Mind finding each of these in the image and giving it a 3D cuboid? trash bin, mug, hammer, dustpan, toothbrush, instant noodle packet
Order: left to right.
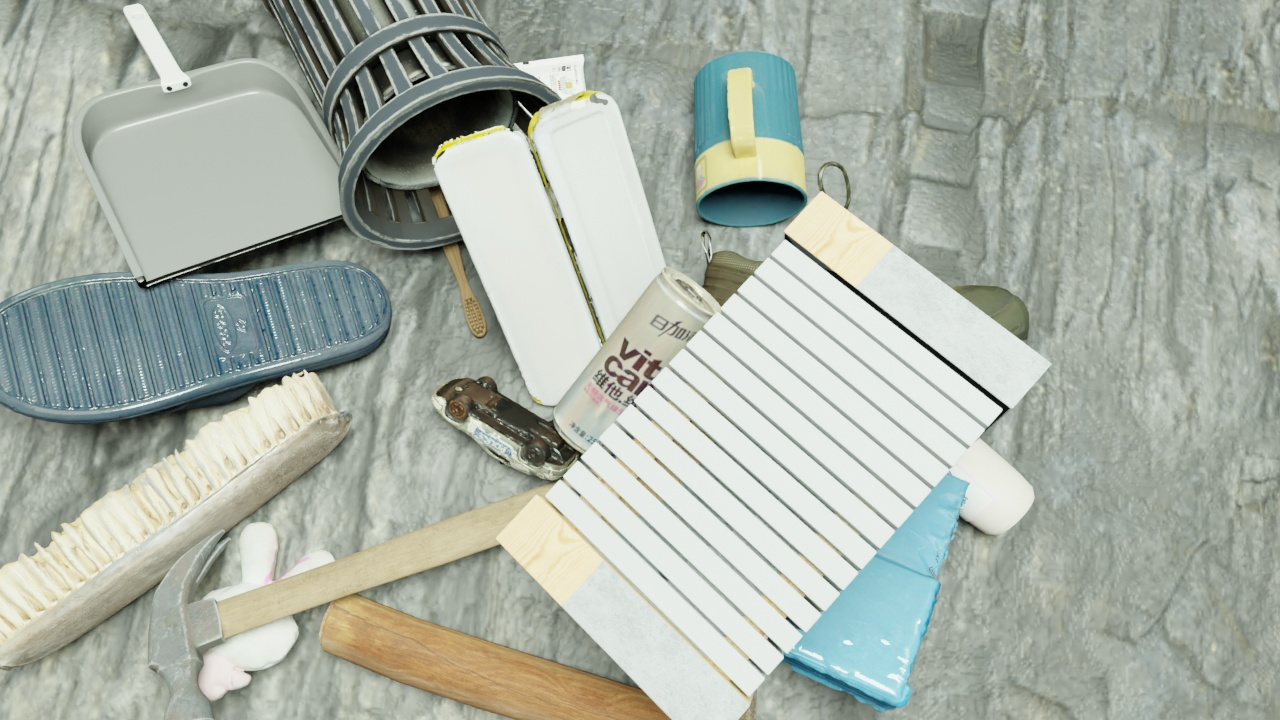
[{"bbox_3d":[-0.332,-0.179,0.681,0.162,0.033,0.257,-25,62,-24],"label":"dustpan"},{"bbox_3d":[-0.174,-0.220,0.649,0.164,0.164,0.227,-27,71,-8],"label":"trash bin"},{"bbox_3d":[-0.158,0.131,0.620,0.330,0.031,0.119,-18,60,-14],"label":"hammer"},{"bbox_3d":[-0.148,-0.095,0.703,0.016,0.016,0.166,-19,79,-7],"label":"toothbrush"},{"bbox_3d":[-0.072,0.212,0.616,0.301,0.037,0.157,15,76,7],"label":"hammer"},{"bbox_3d":[-0.078,-0.173,0.716,0.087,0.026,0.134,-9,78,-4],"label":"instant noodle packet"},{"bbox_3d":[0.079,-0.169,0.676,0.083,0.113,0.107,-2,76,11],"label":"mug"},{"bbox_3d":[0.073,0.064,0.515,0.142,0.142,0.246,42,84,17],"label":"trash bin"}]

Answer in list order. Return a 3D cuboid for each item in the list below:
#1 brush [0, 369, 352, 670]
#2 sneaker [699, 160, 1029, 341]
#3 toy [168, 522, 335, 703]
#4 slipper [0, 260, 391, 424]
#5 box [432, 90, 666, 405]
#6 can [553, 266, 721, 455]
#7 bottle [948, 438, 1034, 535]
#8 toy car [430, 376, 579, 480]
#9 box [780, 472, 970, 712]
[{"bbox_3d":[-0.319,0.105,0.619,0.271,0.083,0.056,-37,82,-8],"label":"brush"},{"bbox_3d":[0.150,-0.062,0.664,0.238,0.101,0.143,-2,84,4],"label":"sneaker"},{"bbox_3d":[-0.268,0.177,0.626,0.076,0.037,0.125,22,64,7],"label":"toy"},{"bbox_3d":[-0.311,-0.008,0.652,0.263,0.083,0.101,-11,74,-24],"label":"slipper"},{"bbox_3d":[-0.048,-0.070,0.631,0.129,0.034,0.210,-22,123,-4],"label":"box"},{"bbox_3d":[-0.004,0.004,0.634,0.054,0.054,0.136,41,109,7],"label":"can"},{"bbox_3d":[0.213,0.062,0.663,0.146,0.051,0.051,42,80,7],"label":"bottle"},{"bbox_3d":[-0.098,0.050,0.660,0.113,0.048,0.041,31,117,8],"label":"toy car"},{"bbox_3d":[0.089,0.107,0.621,0.232,0.033,0.174,20,59,15],"label":"box"}]
